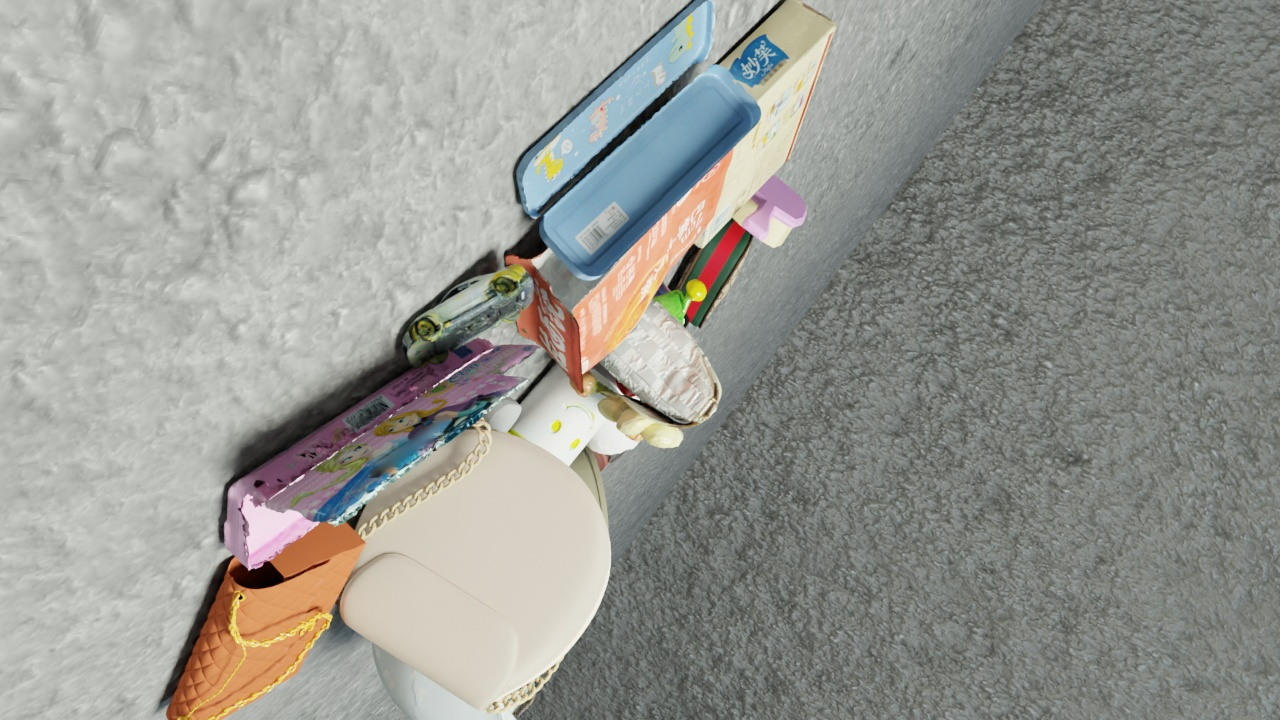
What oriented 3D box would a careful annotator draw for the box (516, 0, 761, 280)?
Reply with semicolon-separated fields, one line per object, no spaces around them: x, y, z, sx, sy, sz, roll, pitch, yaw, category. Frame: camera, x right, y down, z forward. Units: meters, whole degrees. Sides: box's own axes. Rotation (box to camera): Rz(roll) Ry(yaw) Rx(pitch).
-0.002;-0.163;0.673;0.209;0.049;0.120;-47;127;-20;box

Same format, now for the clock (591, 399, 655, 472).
-0.043;0.083;1.227;0.121;0.072;0.157;-57;168;27;clock

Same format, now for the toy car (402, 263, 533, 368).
-0.124;-0.034;0.653;0.105;0.033;0.048;-33;165;-18;toy car

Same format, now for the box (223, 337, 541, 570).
-0.173;0.046;0.638;0.159;0.066;0.229;-29;-172;46;box

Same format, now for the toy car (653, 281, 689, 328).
0.030;-0.017;1.103;0.054;0.056;0.153;-14;120;-9;toy car

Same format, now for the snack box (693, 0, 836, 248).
0.098;-0.219;0.875;0.153;0.055;0.208;-46;167;-18;snack box

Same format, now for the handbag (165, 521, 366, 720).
-0.290;0.207;0.708;0.172;0.060;0.108;-57;163;27;handbag

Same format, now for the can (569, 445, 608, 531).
-0.088;0.164;1.050;0.073;0.127;0.128;-8;152;-15;can

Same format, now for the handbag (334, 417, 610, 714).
-0.134;0.167;0.779;0.208;0.211;0.103;-58;171;-16;handbag

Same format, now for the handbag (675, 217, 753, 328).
0.095;-0.117;1.186;0.138;0.063;0.167;-52;173;-51;handbag

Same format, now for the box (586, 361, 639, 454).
-0.062;0.055;1.099;0.083;0.144;0.137;-45;137;-43;box

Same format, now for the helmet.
-0.187;0.259;0.950;0.263;0.163;0.237;-96;-170;-70;helmet

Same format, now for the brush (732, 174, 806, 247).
0.136;-0.165;1.040;0.043;0.089;0.228;-51;-178;27;brush

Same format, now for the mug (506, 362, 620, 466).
-0.082;0.056;0.967;0.106;0.082;0.082;-49;168;-11;mug

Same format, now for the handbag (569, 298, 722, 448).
-0.005;0.005;0.897;0.123;0.171;0.112;-45;176;6;handbag

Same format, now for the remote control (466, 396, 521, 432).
-0.175;0.096;0.893;0.151;0.019;0.074;-51;169;2;remote control

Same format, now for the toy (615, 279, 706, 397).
0.018;-0.028;1.013;0.097;0.124;0.131;-13;-150;41;toy

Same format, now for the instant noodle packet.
0.001;-0.093;0.773;0.220;0.084;0.165;-42;166;-16;instant noodle packet
